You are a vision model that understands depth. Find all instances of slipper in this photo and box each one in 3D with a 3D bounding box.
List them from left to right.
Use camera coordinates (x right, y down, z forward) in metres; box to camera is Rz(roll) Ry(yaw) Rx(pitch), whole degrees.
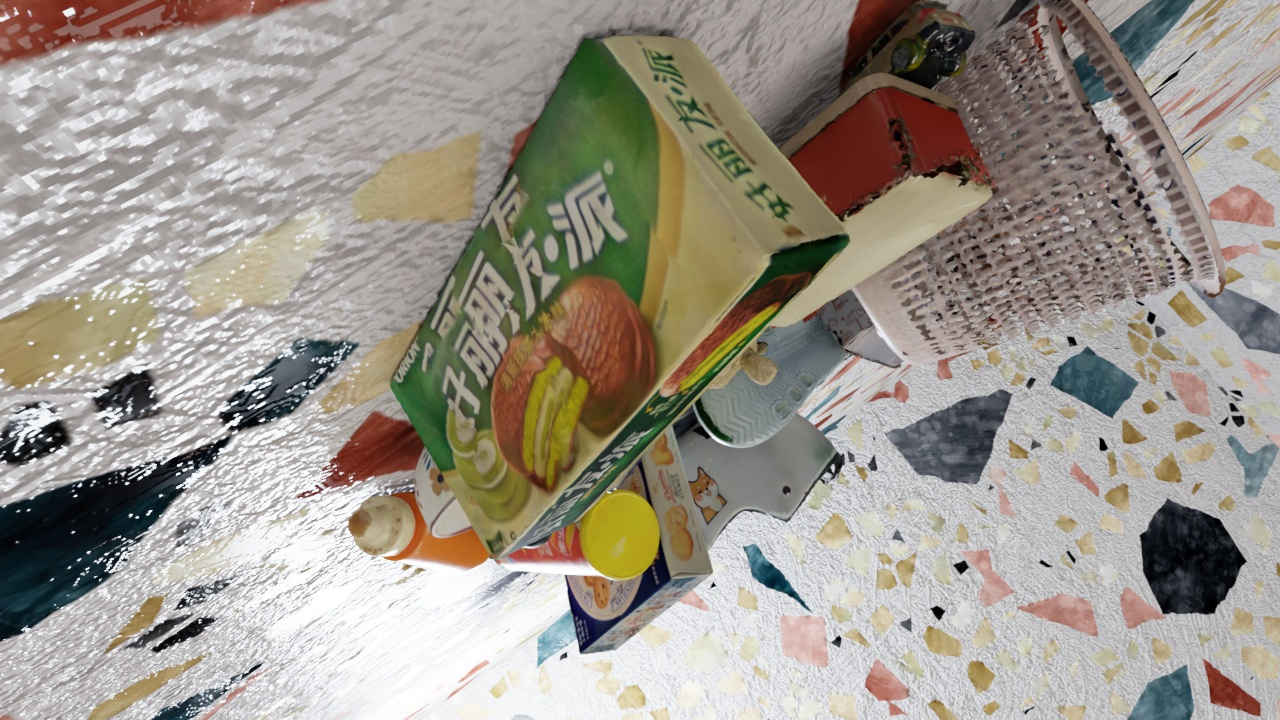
[{"bbox_3d":[0.121,0.011,0.893,0.244,0.104,0.074,-30,168,-48],"label":"slipper"}]

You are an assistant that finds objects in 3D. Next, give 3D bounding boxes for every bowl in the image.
[{"bbox_3d":[-0.099,0.057,0.587,0.113,0.062,0.113,-35,165,-11],"label":"bowl"}]

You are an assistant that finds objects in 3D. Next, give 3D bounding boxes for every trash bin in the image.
[{"bbox_3d":[0.235,-0.102,0.616,0.192,0.227,0.227,-28,170,23],"label":"trash bin"}]

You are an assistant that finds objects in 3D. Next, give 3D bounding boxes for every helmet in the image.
[{"bbox_3d":[0.116,0.145,1.190,0.275,0.157,0.229,-33,172,34],"label":"helmet"}]

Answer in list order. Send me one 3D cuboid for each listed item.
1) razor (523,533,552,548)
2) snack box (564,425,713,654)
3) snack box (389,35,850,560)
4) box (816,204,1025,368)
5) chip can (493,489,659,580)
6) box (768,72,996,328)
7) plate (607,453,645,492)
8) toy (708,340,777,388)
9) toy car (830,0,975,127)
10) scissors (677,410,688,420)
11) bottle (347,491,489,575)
[{"bbox_3d":[-0.071,0.097,0.733,0.167,0.062,0.068,-38,134,-68],"label":"razor"},{"bbox_3d":[-0.018,0.152,0.851,0.045,0.177,0.183,7,141,-31],"label":"snack box"},{"bbox_3d":[-0.027,-0.016,0.416,0.063,0.114,0.241,-18,158,-44],"label":"snack box"},{"bbox_3d":[0.301,-0.092,0.970,0.179,0.126,0.272,-44,169,27],"label":"box"},{"bbox_3d":[-0.067,0.157,0.818,0.073,0.073,0.217,-27,-176,-32],"label":"chip can"},{"bbox_3d":[0.112,-0.076,0.533,0.091,0.079,0.169,2,154,-40],"label":"box"},{"bbox_3d":[0.008,-0.027,0.500,0.164,0.034,0.164,-53,-161,34],"label":"plate"},{"bbox_3d":[0.057,-0.010,0.737,0.105,0.066,0.157,2,-176,18],"label":"toy"},{"bbox_3d":[0.140,-0.158,0.509,0.042,0.035,0.091,-3,154,-31],"label":"toy car"},{"bbox_3d":[-0.002,0.089,1.019,0.174,0.014,0.136,-35,167,-5],"label":"scissors"},{"bbox_3d":[-0.160,0.122,0.663,0.067,0.066,0.149,-38,158,7],"label":"bottle"}]
